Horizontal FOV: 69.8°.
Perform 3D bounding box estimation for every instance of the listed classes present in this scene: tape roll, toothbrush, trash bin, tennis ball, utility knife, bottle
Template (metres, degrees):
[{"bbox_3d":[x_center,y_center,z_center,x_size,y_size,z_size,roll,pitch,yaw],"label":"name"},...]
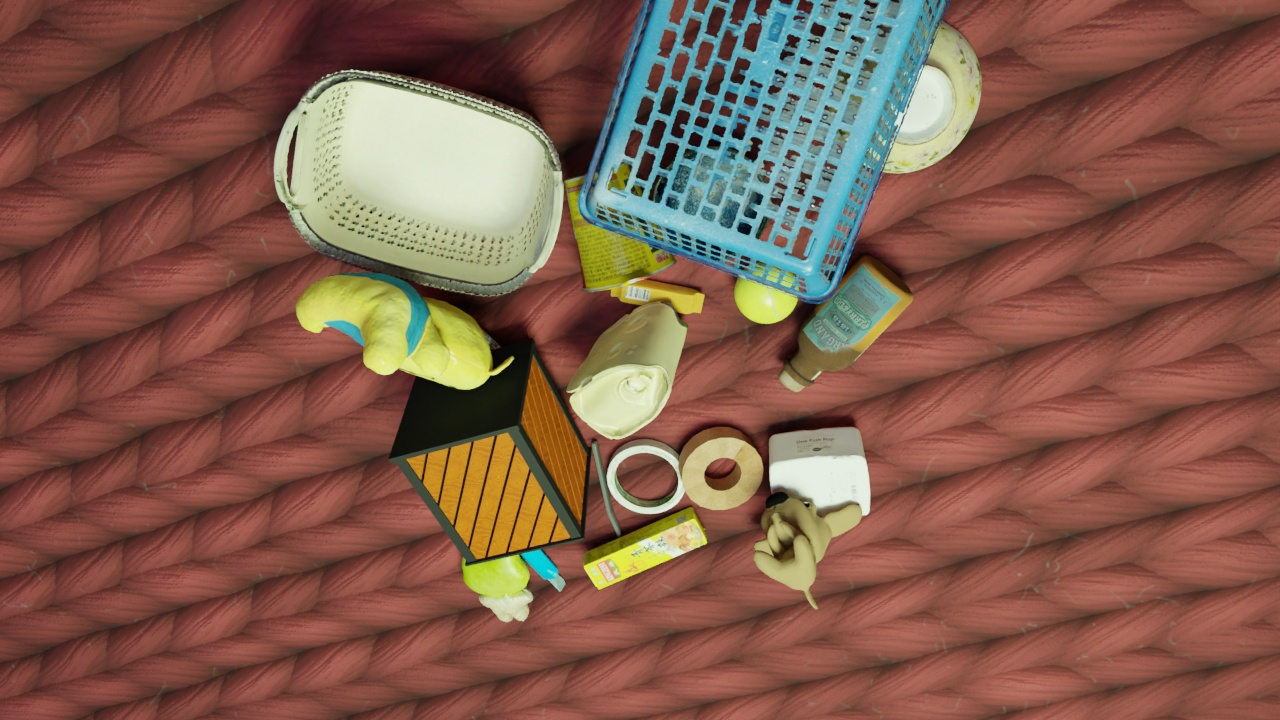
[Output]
[{"bbox_3d":[0.007,0.137,1.080,0.094,0.018,0.094,3,115,5],"label":"tape roll"},{"bbox_3d":[-0.038,0.169,1.103,0.013,0.012,0.167,-3,115,16],"label":"toothbrush"},{"bbox_3d":[-0.153,0.101,0.992,0.140,0.139,0.172,-15,126,13],"label":"trash bin"},{"bbox_3d":[0.129,-0.070,0.941,0.065,0.065,0.065,2,116,5],"label":"tennis ball"},{"bbox_3d":[-0.148,0.229,1.142,0.031,0.015,0.175,-29,111,21],"label":"utility knife"},{"bbox_3d":[0.091,0.124,1.048,0.094,0.027,0.094,-2,113,-6],"label":"tape roll"},{"bbox_3d":[0.204,-0.030,0.951,0.068,0.067,0.157,35,114,-11],"label":"bottle"}]

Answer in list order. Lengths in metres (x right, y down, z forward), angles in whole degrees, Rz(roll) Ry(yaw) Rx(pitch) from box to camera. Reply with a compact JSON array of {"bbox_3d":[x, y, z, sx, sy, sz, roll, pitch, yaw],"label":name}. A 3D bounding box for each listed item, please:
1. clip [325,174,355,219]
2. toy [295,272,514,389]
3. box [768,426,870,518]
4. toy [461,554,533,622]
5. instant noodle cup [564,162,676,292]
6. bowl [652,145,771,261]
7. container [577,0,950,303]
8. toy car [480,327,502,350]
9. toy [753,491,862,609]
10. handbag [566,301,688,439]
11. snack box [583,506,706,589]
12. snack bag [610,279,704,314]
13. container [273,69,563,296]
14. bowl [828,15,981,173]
[{"bbox_3d":[-0.314,-0.173,0.967,0.054,0.046,0.047,-26,145,18],"label":"clip"},{"bbox_3d":[-0.218,-0.027,0.884,0.149,0.213,0.084,28,91,27],"label":"toy"},{"bbox_3d":[0.202,0.118,1.041,0.107,0.095,0.102,-6,128,13],"label":"box"},{"bbox_3d":[-0.175,0.282,1.154,0.092,0.043,0.118,-10,116,20],"label":"toy"},{"bbox_3d":[-0.028,-0.136,0.919,0.100,0.100,0.112,-16,103,13],"label":"instant noodle cup"},{"bbox_3d":[0.070,-0.161,0.907,0.114,0.060,0.114,2,116,4],"label":"bowl"},{"bbox_3d":[0.107,-0.251,0.782,0.257,0.089,0.362,20,102,6],"label":"container"},{"bbox_3d":[-0.185,-0.015,1.019,0.049,0.040,0.113,-29,126,25],"label":"toy car"},{"bbox_3d":[0.167,0.197,0.987,0.134,0.108,0.106,-27,104,25],"label":"toy"},{"bbox_3d":[-0.006,0.006,0.957,0.081,0.119,0.111,43,127,-13],"label":"handbag"},{"bbox_3d":[0.005,0.226,1.105,0.148,0.029,0.040,-25,112,8],"label":"snack box"},{"bbox_3d":[0.018,-0.070,0.978,0.099,0.020,0.026,10,121,1],"label":"snack bag"},{"bbox_3d":[-0.198,-0.175,0.873,0.251,0.143,0.185,14,115,-9],"label":"container"},{"bbox_3d":[0.248,-0.240,0.848,0.145,0.063,0.145,3,114,6],"label":"bowl"}]
